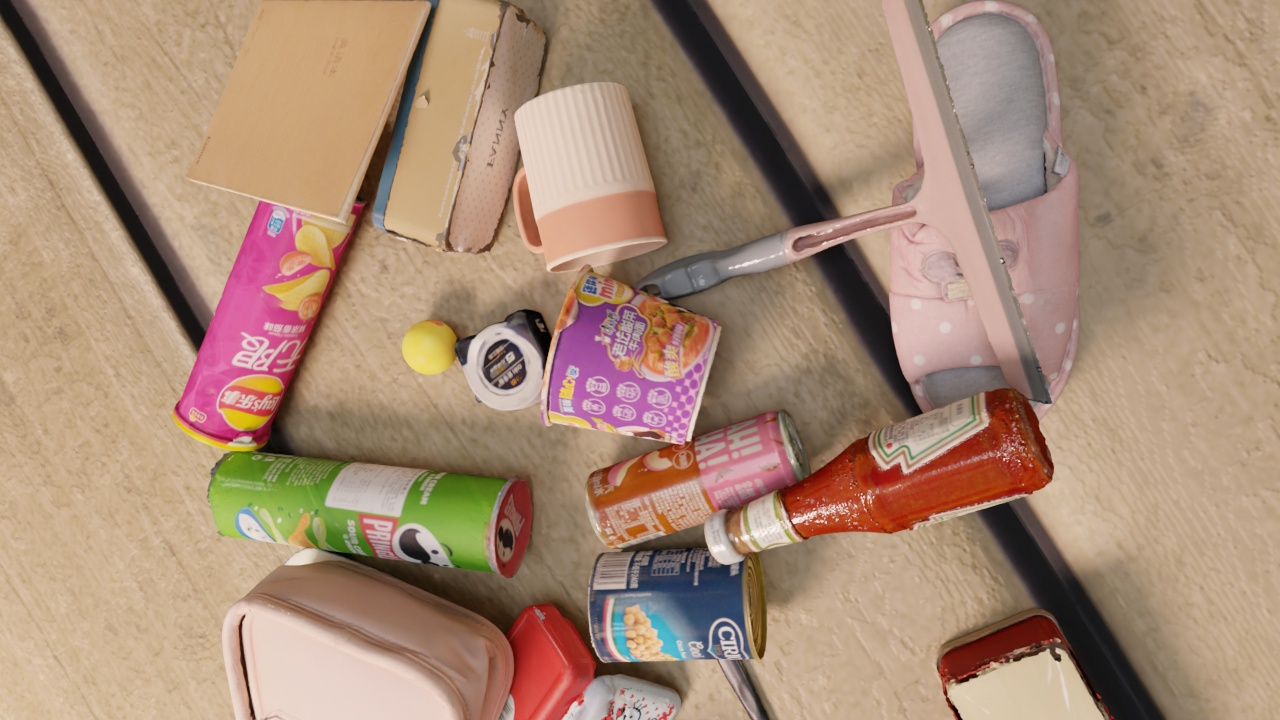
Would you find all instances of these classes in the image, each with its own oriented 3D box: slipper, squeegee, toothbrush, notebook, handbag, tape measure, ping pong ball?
[{"bbox_3d":[0.211,-0.081,0.562,0.114,0.054,0.274,0,96,14],"label":"slipper"},{"bbox_3d":[0.097,-0.072,0.576,0.250,0.040,0.248,-13,106,38],"label":"squeegee"},{"bbox_3d":[0.094,0.274,0.649,0.016,0.018,0.181,-29,86,18],"label":"toothbrush"},{"bbox_3d":[-0.236,-0.180,0.633,0.212,0.012,0.149,18,86,38],"label":"notebook"},{"bbox_3d":[-0.202,0.274,0.656,0.193,0.093,0.234,15,104,17],"label":"handbag"},{"bbox_3d":[-0.093,0.003,0.662,0.066,0.033,0.066,-23,87,17],"label":"tape measure"},{"bbox_3d":[-0.154,-0.010,0.672,0.040,0.040,0.040,1,96,14],"label":"ping pong ball"}]

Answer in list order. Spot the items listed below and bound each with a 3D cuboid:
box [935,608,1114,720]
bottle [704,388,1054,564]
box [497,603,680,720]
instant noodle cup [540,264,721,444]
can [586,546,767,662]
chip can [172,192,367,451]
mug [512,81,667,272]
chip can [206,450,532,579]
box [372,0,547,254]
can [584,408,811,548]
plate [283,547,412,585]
[{"bbox_3d":[0.259,0.254,0.572,0.091,0.076,0.168,-29,87,14],"label":"box"},{"bbox_3d":[0.132,0.077,0.543,0.207,0.059,0.060,-25,89,26],"label":"bottle"},{"bbox_3d":[-0.072,0.290,0.682,0.119,0.098,0.202,44,108,40],"label":"box"},{"bbox_3d":[-0.004,0.004,0.603,0.099,0.111,0.111,17,99,5],"label":"instant noodle cup"},{"bbox_3d":[0.025,0.166,0.625,0.111,0.075,0.075,-6,94,15],"label":"can"},{"bbox_3d":[-0.278,-0.040,0.686,0.071,0.071,0.211,29,102,10],"label":"chip can"},{"bbox_3d":[-0.045,-0.117,0.620,0.115,0.081,0.106,-13,90,45],"label":"mug"},{"bbox_3d":[-0.201,0.110,0.681,0.236,0.072,0.072,4,96,15],"label":"chip can"},{"bbox_3d":[-0.119,-0.166,0.624,0.061,0.089,0.184,17,97,13],"label":"box"},{"bbox_3d":[0.038,0.082,0.622,0.147,0.057,0.058,-20,90,15],"label":"can"},{"bbox_3d":[-0.215,0.236,0.711,0.164,0.034,0.164,18,97,16],"label":"plate"}]
